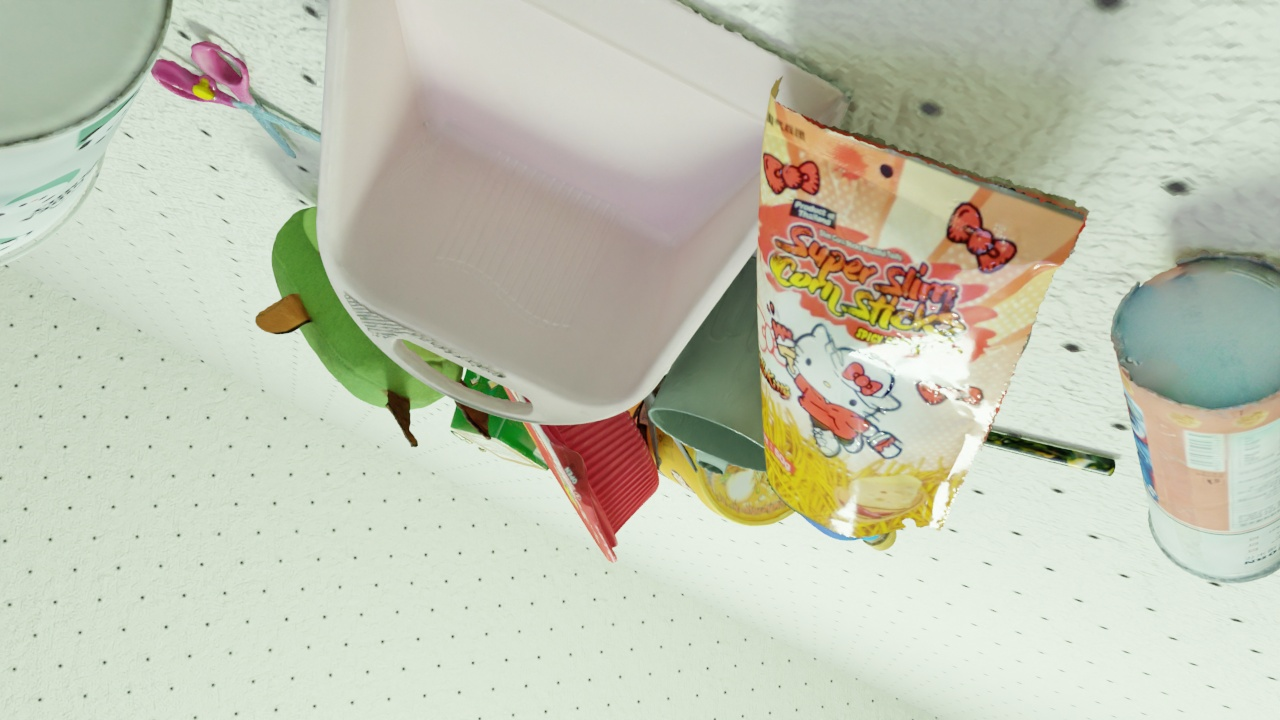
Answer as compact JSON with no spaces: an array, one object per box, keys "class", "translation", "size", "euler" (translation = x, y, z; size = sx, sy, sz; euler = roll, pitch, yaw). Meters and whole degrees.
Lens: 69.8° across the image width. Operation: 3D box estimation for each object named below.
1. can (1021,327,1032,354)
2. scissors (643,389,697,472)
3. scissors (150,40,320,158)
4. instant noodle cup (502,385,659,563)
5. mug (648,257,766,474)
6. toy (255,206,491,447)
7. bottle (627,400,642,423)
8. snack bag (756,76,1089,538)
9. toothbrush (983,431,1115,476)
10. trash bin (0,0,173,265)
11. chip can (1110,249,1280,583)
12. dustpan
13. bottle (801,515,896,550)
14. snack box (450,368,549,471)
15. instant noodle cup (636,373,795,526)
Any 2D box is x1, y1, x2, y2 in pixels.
[{"class":"can","translation":[0.139,-0.013,0.468],"size":[0.058,0.058,0.116],"euler":[27,163,-9]},{"class":"scissors","translation":[-0.003,0.001,0.641],"size":[0.162,0.012,0.176],"euler":[48,152,44]},{"class":"scissors","translation":[-0.267,-0.175,0.617],"size":[0.133,0.017,0.134],"euler":[23,162,-11]},{"class":"instant noodle cup","translation":[-0.045,0.054,0.689],"size":[0.193,0.065,0.194],"euler":[58,171,15]},{"class":"mug","translation":[0.063,0.009,0.564],"size":[0.084,0.103,0.124],"euler":[22,164,9]},{"class":"toy","translation":[-0.214,-0.032,0.742],"size":[0.246,0.090,0.226],"euler":[49,-159,12]},{"class":"bottle","translation":[0.038,0.073,0.876],"size":[0.150,0.066,0.067],"euler":[7,157,27]},{"class":"snack bag","translation":[0.099,-0.008,0.394],"size":[0.128,0.073,0.208],"euler":[35,151,29]},{"class":"toothbrush","translation":[0.220,0.047,0.622],"size":[0.186,0.012,0.017],"euler":[14,150,32]},{"class":"trash bin","translation":[-0.359,-0.163,0.444],"size":[0.229,0.229,0.252],"euler":[36,155,-34]},{"class":"chip can","translation":[0.267,0.038,0.423],"size":[0.071,0.071,0.214],"euler":[11,159,37]},{"class":"dustpan","translation":[-0.059,-0.063,0.453],"size":[0.222,0.138,0.274],"euler":[26,164,-1]},{"class":"bottle","translation":[0.166,0.118,0.815],"size":[0.065,0.065,0.218],"euler":[6,155,47]},{"class":"snack box","translation":[-0.118,0.046,0.923],"size":[0.118,0.105,0.118],"euler":[6,156,45]},{"class":"instant noodle cup","translation":[0.063,0.055,0.698],"size":[0.118,0.118,0.115],"euler":[33,169,-27]}]
